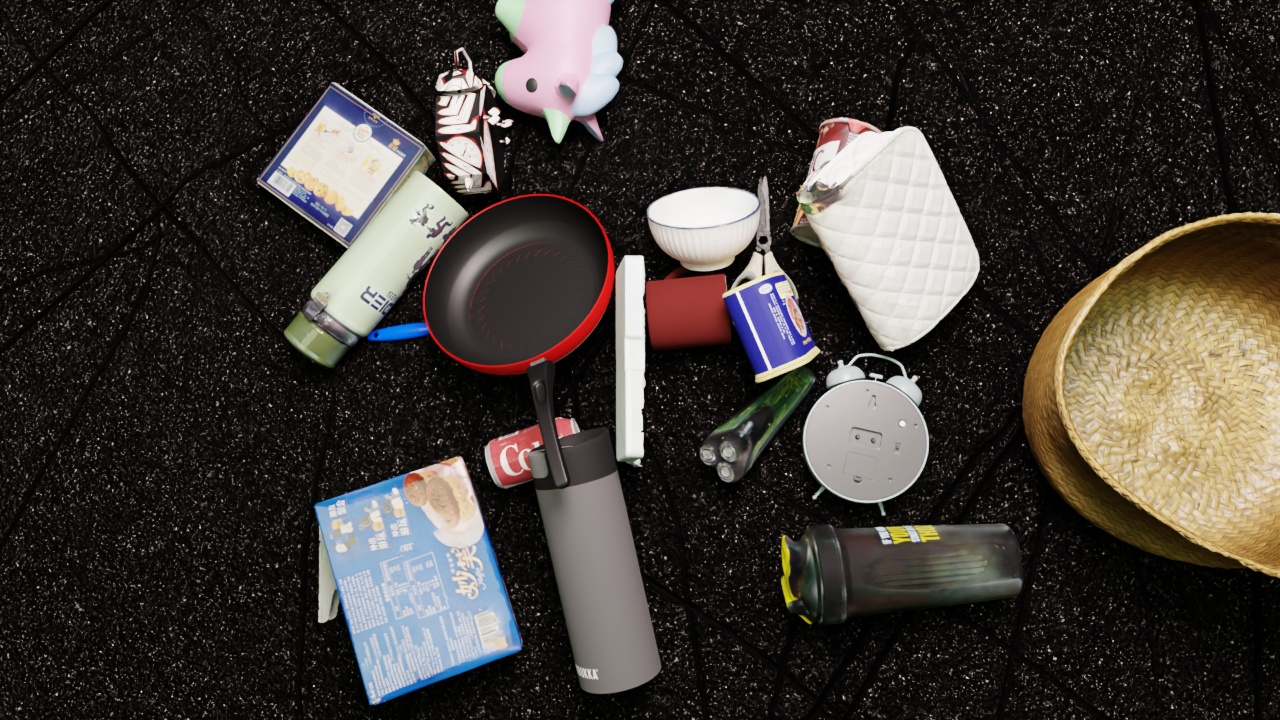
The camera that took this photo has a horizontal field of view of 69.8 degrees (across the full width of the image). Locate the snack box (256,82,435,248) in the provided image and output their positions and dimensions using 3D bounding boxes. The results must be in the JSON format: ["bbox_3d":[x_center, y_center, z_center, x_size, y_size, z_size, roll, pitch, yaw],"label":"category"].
[{"bbox_3d":[-0.333,-0.217,1.044,0.144,0.042,0.145,36,86,10],"label":"snack box"}]

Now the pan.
[{"bbox_3d":[-0.107,-0.021,0.923,0.209,0.067,0.355,-22,58,7],"label":"pan"}]

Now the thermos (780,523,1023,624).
[{"bbox_3d":[0.249,0.204,0.892,0.221,0.098,0.098,-5,80,-1],"label":"thermos"}]

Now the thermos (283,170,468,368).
[{"bbox_3d":[-0.291,-0.097,0.999,0.082,0.082,0.231,39,87,11],"label":"thermos"}]

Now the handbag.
[{"bbox_3d":[0.244,-0.122,0.910,0.138,0.072,0.195,-42,115,-18],"label":"handbag"}]

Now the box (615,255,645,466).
[{"bbox_3d":[-0.010,0.005,0.925,0.041,0.135,0.197,2,80,-4],"label":"box"}]

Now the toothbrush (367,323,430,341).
[{"bbox_3d":[-0.215,-0.039,1.014,0.182,0.018,0.016,-7,80,5],"label":"toothbrush"}]

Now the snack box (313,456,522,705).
[{"bbox_3d":[-0.223,0.220,0.932,0.155,0.069,0.202,-18,79,-9],"label":"snack box"}]

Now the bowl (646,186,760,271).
[{"bbox_3d":[0.068,-0.134,0.966,0.118,0.118,0.062,-4,119,5],"label":"bowl"}]

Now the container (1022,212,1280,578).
[{"bbox_3d":[0.519,0.032,0.836,0.307,0.196,0.306,-1,81,7],"label":"container"}]

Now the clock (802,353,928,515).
[{"bbox_3d":[0.229,0.071,0.936,0.122,0.045,0.159,12,81,8],"label":"clock"}]

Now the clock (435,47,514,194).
[{"bbox_3d":[-0.177,-0.260,0.994,0.065,0.114,0.155,-4,97,5],"label":"clock"}]

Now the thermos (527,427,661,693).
[{"bbox_3d":[-0.045,0.193,0.898,0.082,0.082,0.240,-12,93,4],"label":"thermos"}]

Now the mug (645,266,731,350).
[{"bbox_3d":[0.050,-0.063,0.970,0.082,0.073,0.105,-5,52,5],"label":"mug"}]

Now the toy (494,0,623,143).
[{"bbox_3d":[-0.075,-0.357,1.011,0.171,0.120,0.222,34,86,20],"label":"toy"}]

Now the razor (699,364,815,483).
[{"bbox_3d":[0.125,0.060,0.940,0.054,0.067,0.151,45,79,6],"label":"razor"}]

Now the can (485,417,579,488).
[{"bbox_3d":[-0.109,0.096,0.963,0.096,0.054,0.054,-19,79,3],"label":"can"}]

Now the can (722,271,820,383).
[{"bbox_3d":[0.131,-0.036,0.918,0.057,0.116,0.092,-23,90,19],"label":"can"}]

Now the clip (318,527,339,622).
[{"bbox_3d":[-0.316,0.224,0.971,0.058,0.050,0.101,-6,81,18],"label":"clip"}]

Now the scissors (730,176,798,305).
[{"bbox_3d":[0.144,-0.116,0.992,0.121,0.012,0.171,27,83,6],"label":"scissors"}]

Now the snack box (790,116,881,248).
[{"bbox_3d":[0.208,-0.184,0.967,0.072,0.072,0.121,16,84,8],"label":"snack box"}]
